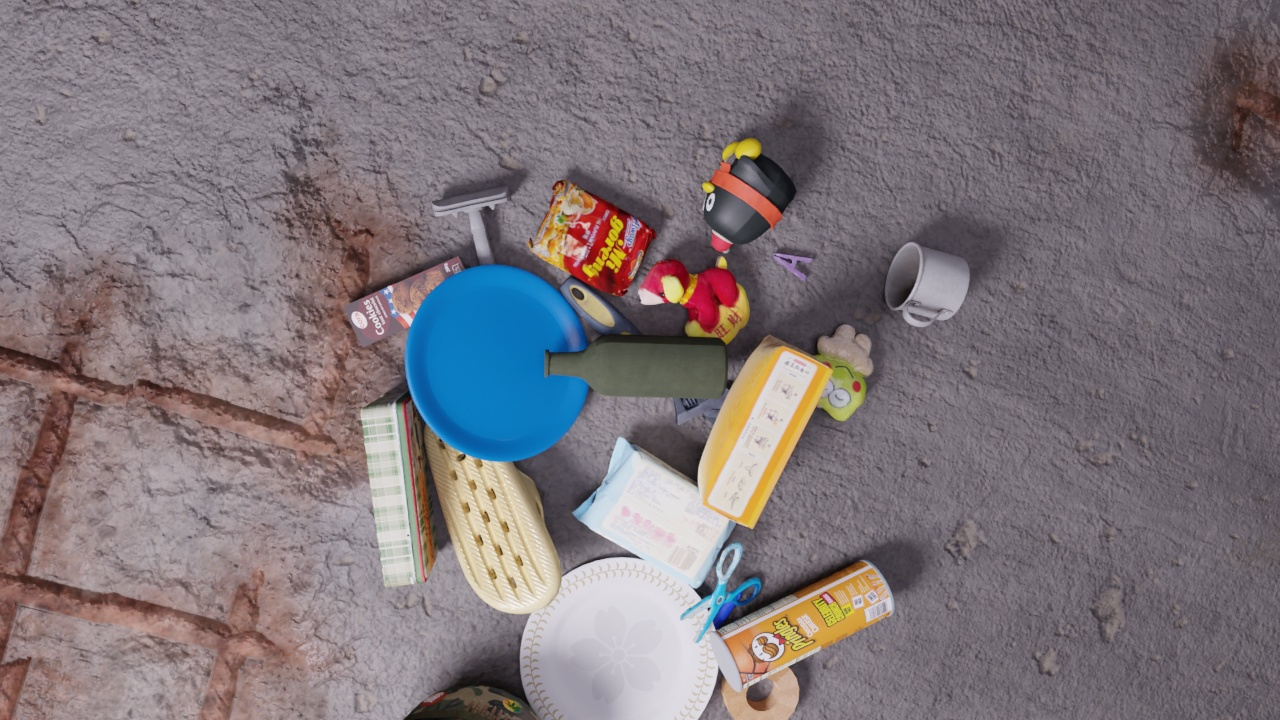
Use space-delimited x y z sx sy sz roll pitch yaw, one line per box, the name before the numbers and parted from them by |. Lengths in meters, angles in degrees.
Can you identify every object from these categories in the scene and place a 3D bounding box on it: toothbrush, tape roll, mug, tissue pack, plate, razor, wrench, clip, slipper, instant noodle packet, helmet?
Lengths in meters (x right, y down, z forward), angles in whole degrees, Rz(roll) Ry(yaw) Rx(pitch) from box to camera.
toothbrush | 0.068 0.358 1.147 0.016 0.018 0.182 39 87 -11
tape roll | 0.150 0.415 1.155 0.094 0.027 0.094 -1 95 -7
mug | 0.344 -0.082 1.099 0.070 0.084 0.113 13 55 -11
tissue pack | 0.022 0.182 1.097 0.182 0.070 0.112 32 91 -7
plate | -0.025 0.362 1.122 0.242 0.016 0.242 0 87 -5
razor | -0.182 -0.135 1.058 0.088 0.047 0.116 -13 104 -6
wrench | 0.011 -0.003 1.101 0.273 0.022 0.073 42 90 -10
clip | 0.187 -0.114 1.120 0.050 0.014 0.046 -8 99 -10
slipper | -0.171 0.168 1.069 0.111 0.079 0.261 -27 81 9
instant noodle packet | -0.057 -0.142 1.073 0.135 0.040 0.098 27 84 -8
plate | -0.161 0.003 1.048 0.224 0.024 0.224 4 82 -31
helmet | -0.199 0.470 1.009 0.224 0.236 0.193 27 115 -19

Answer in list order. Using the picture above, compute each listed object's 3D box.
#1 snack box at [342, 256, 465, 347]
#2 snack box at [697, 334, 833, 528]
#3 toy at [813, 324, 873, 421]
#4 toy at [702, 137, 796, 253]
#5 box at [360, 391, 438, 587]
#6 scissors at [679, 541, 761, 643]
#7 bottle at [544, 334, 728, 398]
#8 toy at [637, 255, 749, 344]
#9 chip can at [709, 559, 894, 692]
snack box | -0.263 -0.068 1.054 0.141 0.032 0.051 -24 98 -5
snack box | 0.130 0.072 1.043 0.080 0.145 0.195 26 97 -1
toy | 0.241 0.012 1.123 0.092 0.046 0.115 28 83 -3
toy | 0.118 -0.183 1.064 0.099 0.097 0.119 35 92 -13
box | -0.267 0.140 1.032 0.050 0.117 0.205 -5 94 -3
scissors | 0.104 0.285 1.114 0.134 0.012 0.134 27 88 -45
bottle | -0.006 0.006 1.053 0.207 0.071 0.071 2 95 -5
toy | 0.071 -0.077 1.085 0.137 0.067 0.105 30 88 -17
chip can | 0.196 0.319 1.111 0.214 0.075 0.075 -21 97 -15
